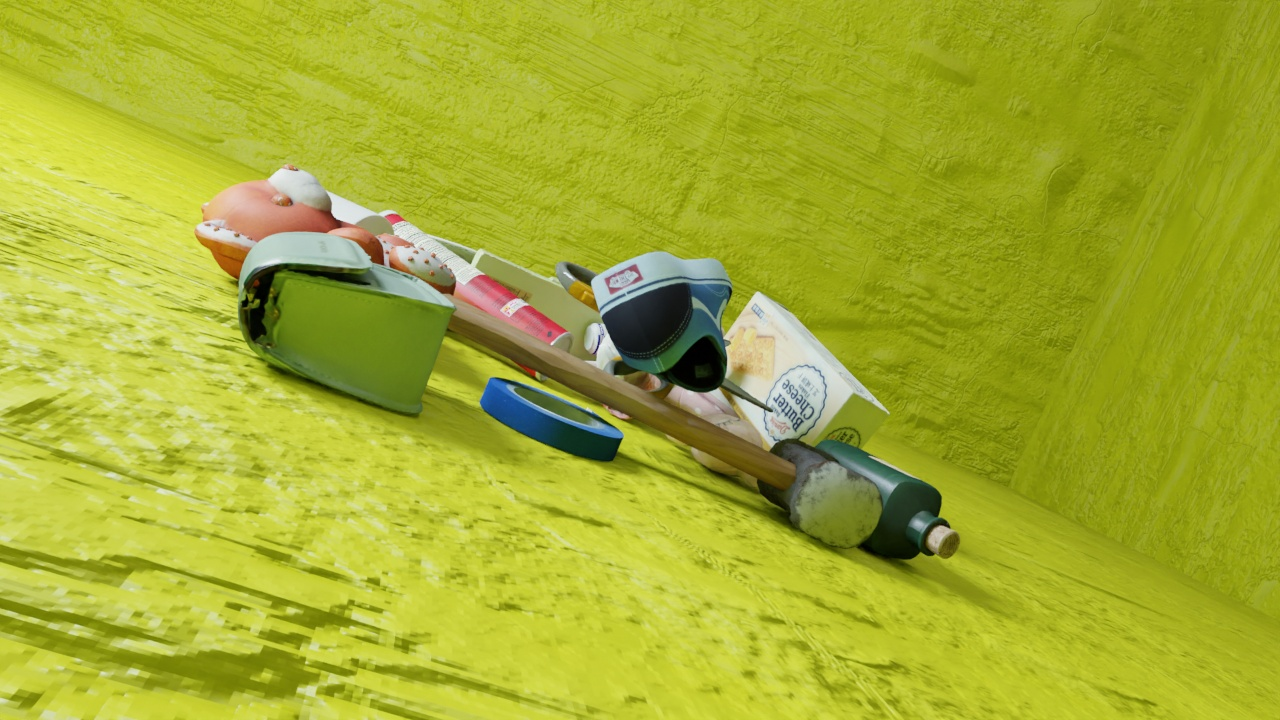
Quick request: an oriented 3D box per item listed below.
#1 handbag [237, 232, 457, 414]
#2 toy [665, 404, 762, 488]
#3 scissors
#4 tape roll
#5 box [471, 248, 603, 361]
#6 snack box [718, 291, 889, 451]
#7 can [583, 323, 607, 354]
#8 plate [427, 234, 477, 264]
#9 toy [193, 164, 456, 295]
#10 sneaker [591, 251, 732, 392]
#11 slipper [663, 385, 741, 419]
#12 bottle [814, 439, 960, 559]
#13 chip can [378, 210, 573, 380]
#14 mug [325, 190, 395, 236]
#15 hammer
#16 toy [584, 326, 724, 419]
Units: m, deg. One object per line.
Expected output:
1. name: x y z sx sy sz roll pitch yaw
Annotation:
1. handbag: -0.163 -0.028 0.499 0.106 0.067 0.122 20 5 -26
2. toy: 0.059 0.063 0.734 0.110 0.047 0.063 22 -6 26
3. scissors: 0.010 -0.011 0.755 0.225 0.016 0.229 33 24 5
4. tape roll: -0.057 0.037 0.594 0.093 0.016 0.091 21 4 -29
5. box: -0.119 -0.036 0.939 0.188 0.128 0.066 22 49 -39
6. snack box: 0.146 0.028 0.910 0.057 0.104 0.207 26 18 -31
7. can: -0.011 -0.019 0.957 0.095 0.032 0.032 5 12 -25
8. plate: -0.216 -0.104 1.036 0.242 0.016 0.243 15 -13 3
9. toy: -0.226 -0.081 0.665 0.172 0.093 0.164 20 7 -28
10. sneaker: 0.029 -0.020 0.692 0.098 0.083 0.241 68 15 3
11. slipper: 0.032 0.023 1.031 0.274 0.054 0.114 35 3 18
12. bottle: 0.183 0.111 0.690 0.061 0.061 0.131 18 6 -33
13. chip can: -0.159 -0.060 0.832 0.215 0.052 0.051 34 7 15
14. mug: -0.275 -0.098 0.811 0.097 0.078 0.112 25 -24 18
15. hammer: 0.012 0.036 0.623 0.328 0.052 0.098 26 2 -10
16. toy: -0.005 0.005 0.854 0.159 0.084 0.194 -15 0 13
